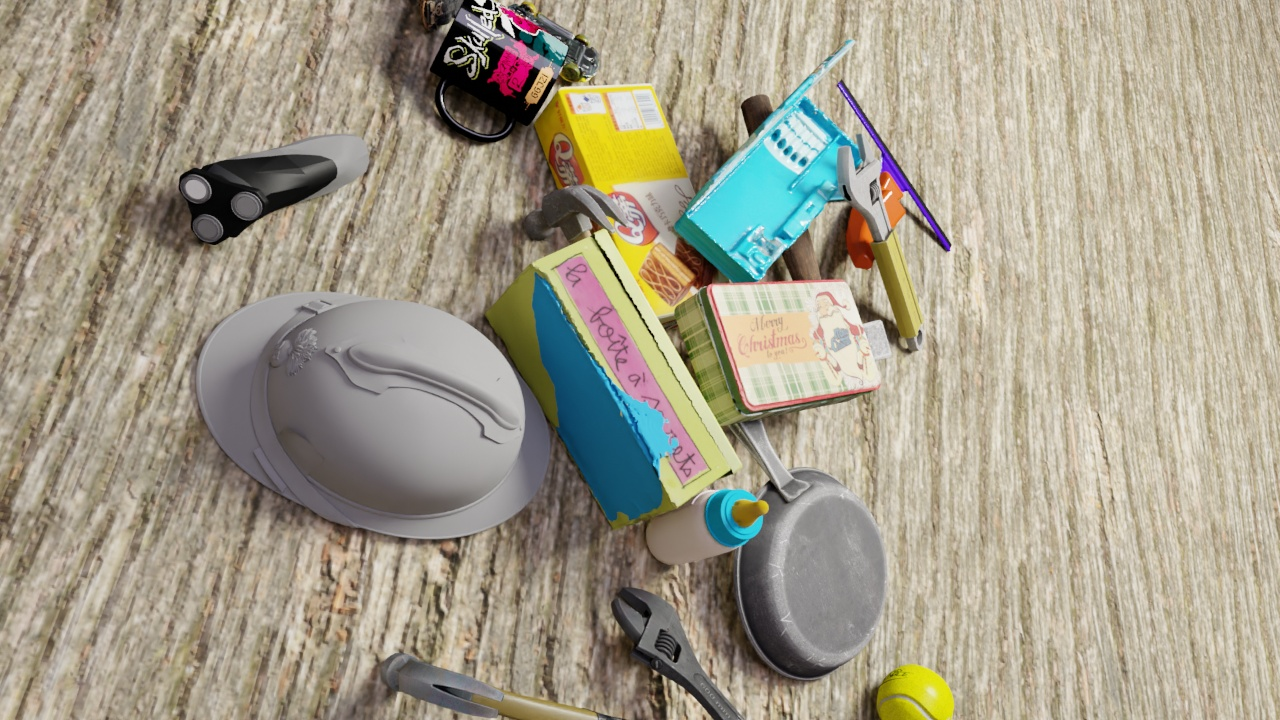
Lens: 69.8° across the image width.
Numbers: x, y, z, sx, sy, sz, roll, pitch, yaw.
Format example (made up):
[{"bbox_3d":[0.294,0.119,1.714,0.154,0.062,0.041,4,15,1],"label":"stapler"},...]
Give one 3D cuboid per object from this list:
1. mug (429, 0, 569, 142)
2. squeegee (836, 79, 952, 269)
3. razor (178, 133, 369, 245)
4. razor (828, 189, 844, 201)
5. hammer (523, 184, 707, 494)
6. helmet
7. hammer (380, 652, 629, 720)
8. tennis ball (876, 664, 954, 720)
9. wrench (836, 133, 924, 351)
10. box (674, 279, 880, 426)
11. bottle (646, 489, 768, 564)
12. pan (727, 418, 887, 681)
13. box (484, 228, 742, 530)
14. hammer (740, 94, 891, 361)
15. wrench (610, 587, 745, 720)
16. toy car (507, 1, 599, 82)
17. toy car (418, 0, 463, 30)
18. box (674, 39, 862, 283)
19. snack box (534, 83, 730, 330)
[{"bbox_3d":[-0.134,-0.255,0.823,0.098,0.082,0.118,26,88,-19],"label":"mug"},{"bbox_3d":[0.259,-0.161,1.011,0.249,0.055,0.184,48,43,-22],"label":"squeegee"},{"bbox_3d":[-0.274,-0.140,0.707,0.155,0.060,0.057,-46,140,-50],"label":"razor"},{"bbox_3d":[0.187,-0.181,1.008,0.143,0.022,0.042,-10,85,-37],"label":"razor"},{"bbox_3d":[-0.005,0.005,0.789,0.030,0.120,0.331,-24,93,-33],"label":"hammer"},{"bbox_3d":[-0.172,0.022,0.661,0.271,0.118,0.183,22,62,-19],"label":"helmet"},{"bbox_3d":[-0.018,0.273,0.670,0.332,0.118,0.025,26,68,-25],"label":"hammer"},{"bbox_3d":[0.246,0.308,0.824,0.065,0.066,0.065,11,66,-26],"label":"tennis ball"},{"bbox_3d":[0.252,-0.111,0.942,0.083,0.018,0.273,-56,132,-35],"label":"wrench"},{"bbox_3d":[0.128,-0.011,0.810,0.205,0.050,0.117,-5,70,-42],"label":"box"},{"bbox_3d":[0.057,0.130,0.734,0.051,0.147,0.051,11,66,-26],"label":"bottle"},{"bbox_3d":[0.124,0.112,0.812,0.186,0.055,0.357,-28,100,-38],"label":"pan"},{"bbox_3d":[-0.025,0.021,0.747,0.080,0.125,0.221,-32,87,-33],"label":"box"},{"bbox_3d":[0.125,-0.119,0.916,0.217,0.037,0.300,-13,85,-32],"label":"hammer"},{"bbox_3d":[0.073,0.279,0.700,0.273,0.018,0.073,45,24,20],"label":"wrench"},{"bbox_3d":[-0.089,-0.306,0.890,0.107,0.030,0.049,26,59,-17],"label":"toy car"},{"bbox_3d":[-0.175,-0.353,0.849,0.047,0.047,0.111,37,60,10],"label":"toy car"},{"bbox_3d":[0.143,-0.182,0.837,0.098,0.122,0.226,42,57,0],"label":"box"},{"bbox_3d":[-0.007,-0.140,0.854,0.109,0.062,0.230,-14,79,-34],"label":"snack box"}]
